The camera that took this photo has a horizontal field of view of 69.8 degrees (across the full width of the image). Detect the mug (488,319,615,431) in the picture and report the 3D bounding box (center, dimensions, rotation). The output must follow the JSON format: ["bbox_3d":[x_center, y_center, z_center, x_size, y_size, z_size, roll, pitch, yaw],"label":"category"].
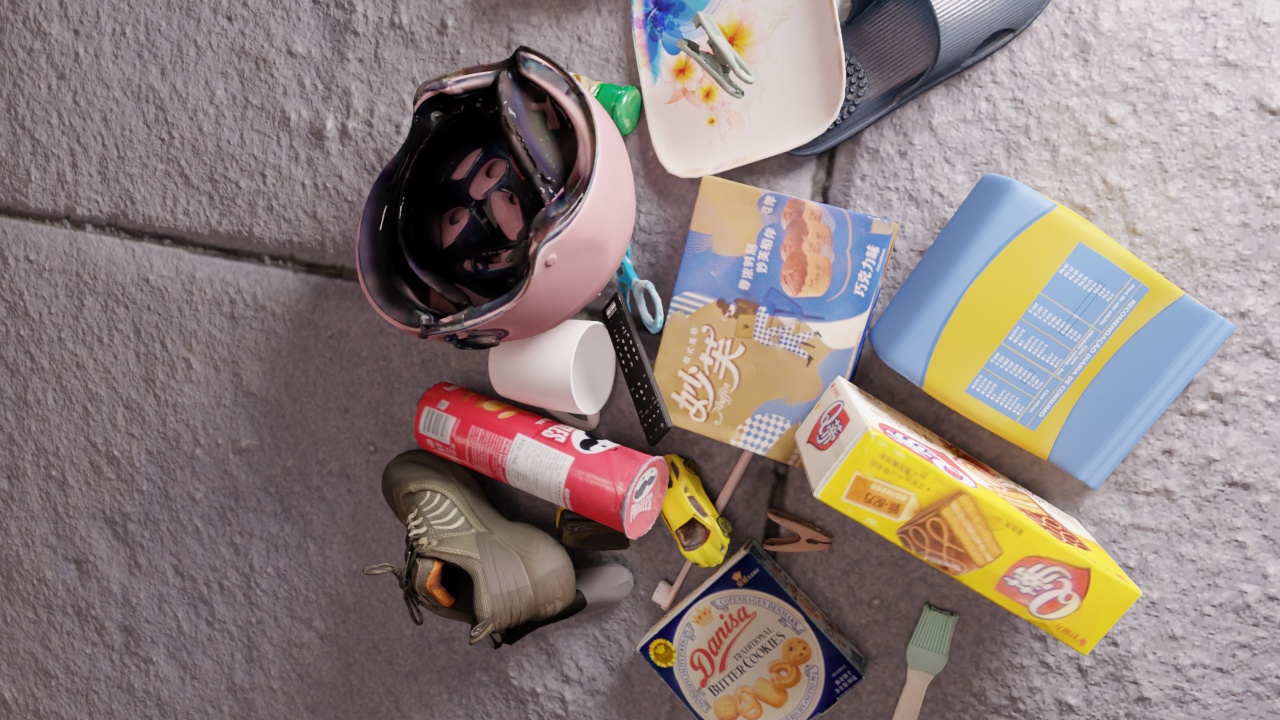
[{"bbox_3d":[-0.075,0.017,0.818,0.088,0.080,0.114,5,129,26],"label":"mug"}]

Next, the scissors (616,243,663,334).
[{"bbox_3d":[-0.016,-0.068,0.799,0.140,0.013,0.115,66,152,25],"label":"scissors"}]

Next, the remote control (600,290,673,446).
[{"bbox_3d":[-0.004,0.004,0.758,0.030,0.009,0.140,-50,48,39],"label":"remote control"}]

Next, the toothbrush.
[{"bbox_3d":[0.057,0.145,0.811,0.018,0.015,0.181,33,107,19],"label":"toothbrush"}]

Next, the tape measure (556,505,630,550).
[{"bbox_3d":[-0.043,0.146,0.821,0.065,0.064,0.037,3,108,-13],"label":"tape measure"}]

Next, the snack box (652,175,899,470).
[{"bbox_3d":[0.104,-0.032,0.743,0.155,0.069,0.203,18,102,18],"label":"snack box"}]

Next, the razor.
[{"bbox_3d":[-0.081,0.222,0.852,0.156,0.060,0.057,-22,101,2],"label":"razor"}]

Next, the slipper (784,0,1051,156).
[{"bbox_3d":[0.198,-0.247,0.677,0.264,0.082,0.101,-36,85,21],"label":"slipper"}]

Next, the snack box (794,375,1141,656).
[{"bbox_3d":[0.226,0.108,0.656,0.230,0.110,0.062,31,106,-7],"label":"snack box"}]

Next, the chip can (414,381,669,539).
[{"bbox_3d":[-0.093,0.083,0.810,0.233,0.073,0.073,18,102,26],"label":"chip can"}]

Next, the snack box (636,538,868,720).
[{"bbox_3d":[0.094,0.255,0.795,0.145,0.042,0.145,46,108,9],"label":"snack box"}]

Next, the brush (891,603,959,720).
[{"bbox_3d":[0.221,0.306,0.773,0.033,0.012,0.218,17,104,17],"label":"brush"}]

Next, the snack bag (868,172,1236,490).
[{"bbox_3d":[0.297,-0.017,0.667,0.205,0.102,0.159,32,106,-3],"label":"snack bag"}]

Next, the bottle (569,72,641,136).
[{"bbox_3d":[-0.056,-0.228,0.792,0.111,0.043,0.043,20,103,17],"label":"bottle"}]

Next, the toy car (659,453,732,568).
[{"bbox_3d":[0.041,0.130,0.795,0.049,0.030,0.107,-44,66,25],"label":"toy car"}]

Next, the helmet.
[{"bbox_3d":[-0.112,-0.119,0.760,0.256,0.152,0.229,-28,65,26],"label":"helmet"}]

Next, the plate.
[{"bbox_3d":[0.075,-0.248,0.726,0.187,0.016,0.187,-9,92,41],"label":"plate"}]

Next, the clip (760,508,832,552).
[{"bbox_3d":[0.132,0.142,0.779,0.060,0.024,0.039,-4,98,10],"label":"clip"}]

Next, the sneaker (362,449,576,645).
[{"bbox_3d":[-0.185,0.177,0.812,0.238,0.142,0.101,27,129,35],"label":"sneaker"}]

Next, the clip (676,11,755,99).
[{"bbox_3d":[0.064,-0.241,0.710,0.078,0.023,0.049,44,124,29],"label":"clip"}]
